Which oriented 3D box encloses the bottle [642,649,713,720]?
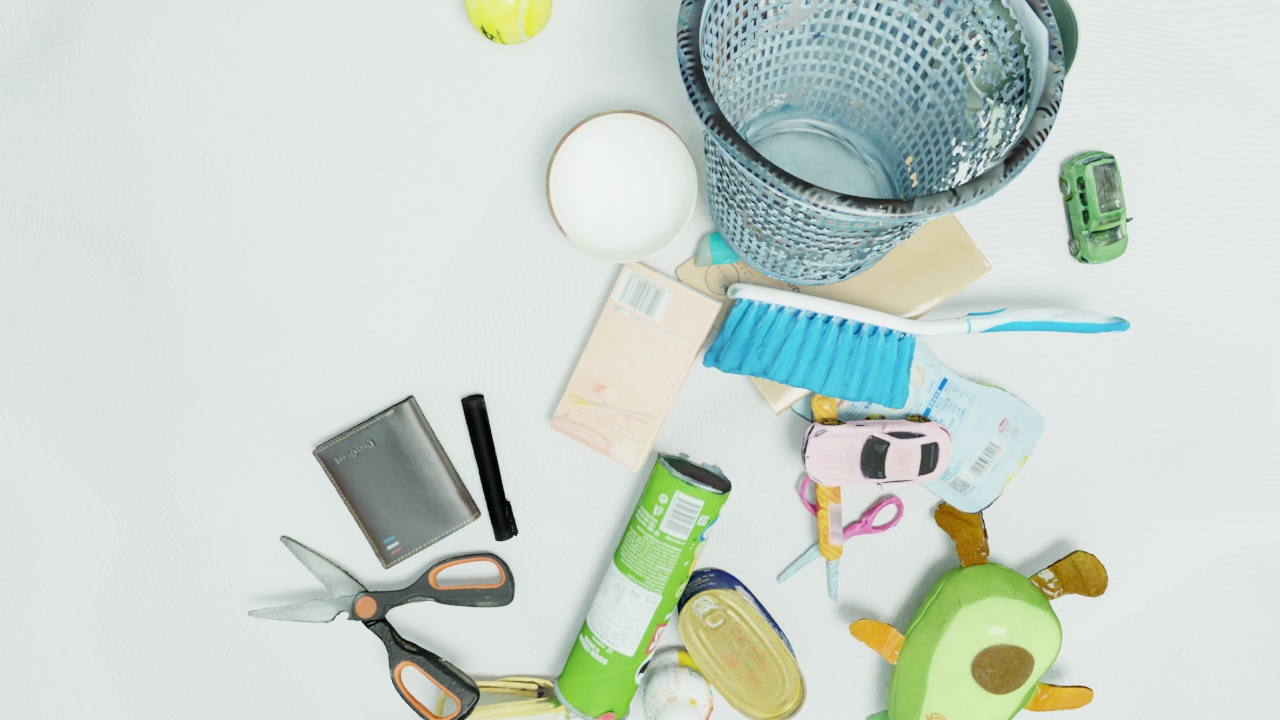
[{"bbox_3d":[0.033,0.301,0.795,0.063,0.108,0.063,0,104,0],"label":"bottle"}]

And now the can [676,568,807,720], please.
[{"bbox_3d":[0.089,0.252,0.814,0.075,0.049,0.148,-37,102,7],"label":"can"}]

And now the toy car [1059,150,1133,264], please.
[{"bbox_3d":[0.366,-0.120,0.734,0.043,0.036,0.091,-16,107,2],"label":"toy car"}]

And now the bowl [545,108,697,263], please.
[{"bbox_3d":[-0.014,-0.136,0.709,0.113,0.062,0.113,0,105,-1],"label":"bowl"}]

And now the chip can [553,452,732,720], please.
[{"bbox_3d":[0.001,0.195,0.786,0.072,0.072,0.236,22,102,-6],"label":"chip can"}]

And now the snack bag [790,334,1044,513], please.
[{"bbox_3d":[0.230,0.042,0.768,0.191,0.038,0.110,32,109,-1],"label":"snack bag"}]

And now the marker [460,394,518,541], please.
[{"bbox_3d":[-0.129,0.093,0.785,0.022,0.020,0.132,-6,105,18],"label":"marker"}]

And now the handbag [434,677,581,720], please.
[{"bbox_3d":[-0.101,0.370,0.843,0.178,0.063,0.163,-1,105,-16],"label":"handbag"}]

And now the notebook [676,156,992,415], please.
[{"bbox_3d":[0.154,-0.073,0.741,0.208,0.008,0.148,-35,90,7],"label":"notebook"}]

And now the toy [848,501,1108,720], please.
[{"bbox_3d":[0.291,0.255,0.799,0.227,0.090,0.247,20,100,1],"label":"toy"}]

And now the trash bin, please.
[{"bbox_3d":[0.129,-0.155,0.618,0.226,0.195,0.226,1,72,-2],"label":"trash bin"}]

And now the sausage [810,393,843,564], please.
[{"bbox_3d":[0.157,0.099,0.770,0.021,0.021,0.165,-6,108,0],"label":"sausage"}]

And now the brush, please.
[{"bbox_3d":[0.212,-0.012,0.710,0.314,0.060,0.109,12,89,2],"label":"brush"}]

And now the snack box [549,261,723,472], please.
[{"bbox_3d":[-0.004,0.004,0.753,0.084,0.026,0.157,28,103,6],"label":"snack box"}]

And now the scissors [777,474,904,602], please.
[{"bbox_3d":[0.177,0.155,0.810,0.128,0.017,0.133,-7,108,-2],"label":"scissors"}]

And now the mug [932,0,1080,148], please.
[{"bbox_3d":[0.254,-0.212,0.671,0.082,0.106,0.112,2,103,-3],"label":"mug"}]

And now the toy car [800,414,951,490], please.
[{"bbox_3d":[0.190,0.075,0.735,0.122,0.037,0.056,-2,106,-6],"label":"toy car"}]

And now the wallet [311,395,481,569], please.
[{"bbox_3d":[-0.206,0.104,0.783,0.096,0.020,0.122,-29,101,-4],"label":"wallet"}]

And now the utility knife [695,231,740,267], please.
[{"bbox_3d":[0.145,-0.105,0.727,0.209,0.013,0.029,-10,91,9],"label":"utility knife"}]

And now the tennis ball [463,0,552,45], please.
[{"bbox_3d":[-0.097,-0.266,0.673,0.065,0.065,0.065,0,104,-1],"label":"tennis ball"}]

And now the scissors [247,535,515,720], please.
[{"bbox_3d":[-0.212,0.216,0.796,0.221,0.022,0.221,-33,77,-12],"label":"scissors"}]
